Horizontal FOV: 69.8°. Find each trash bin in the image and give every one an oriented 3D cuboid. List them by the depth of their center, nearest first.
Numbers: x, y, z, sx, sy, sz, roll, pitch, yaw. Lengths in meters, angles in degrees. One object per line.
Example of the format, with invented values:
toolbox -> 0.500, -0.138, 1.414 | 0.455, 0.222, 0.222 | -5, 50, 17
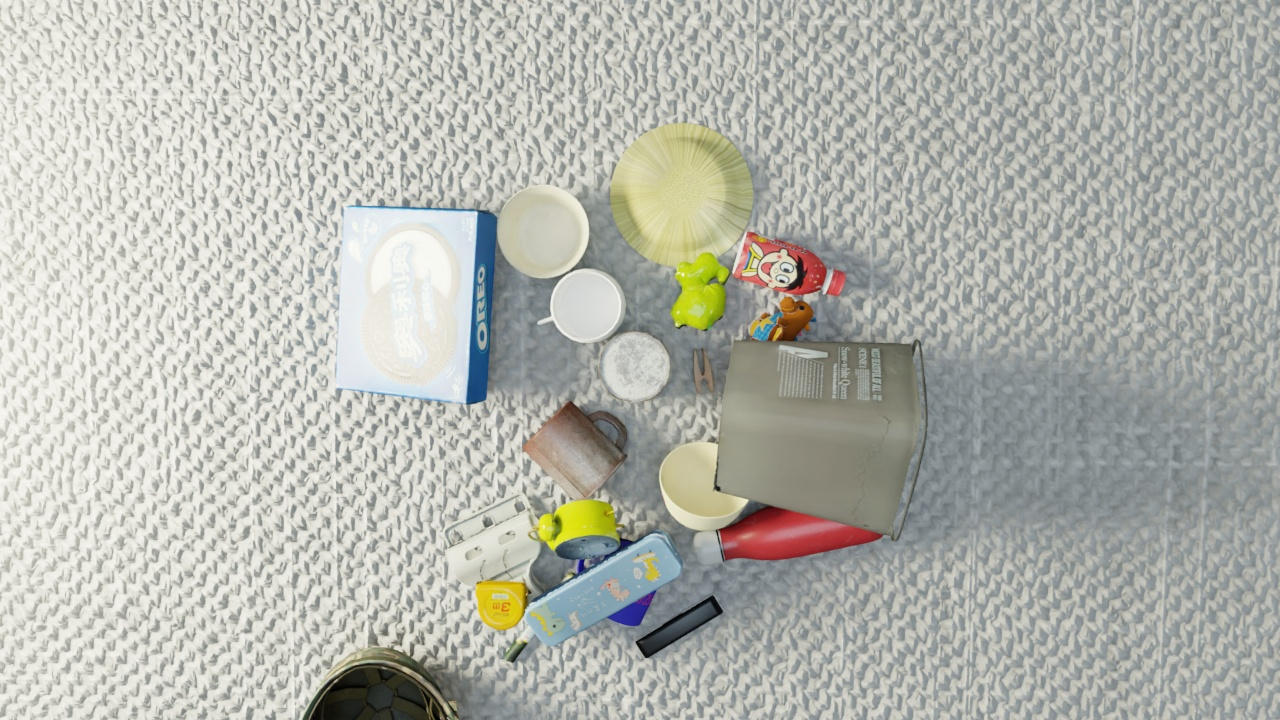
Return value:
trash bin -> 0.209, 0.080, 1.098 | 0.220, 0.196, 0.198 | 7, 128, 8

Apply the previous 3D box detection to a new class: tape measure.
tape measure -> -0.172, 0.308, 1.158 | 0.068, 0.030, 0.059 | -1, 95, 5

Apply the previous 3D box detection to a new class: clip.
clip -> 0.083, 0.014, 1.191 | 0.049, 0.026, 0.061 | 25, 95, -2
clip -> -0.179, 0.262, 1.191 | 0.125, 0.089, 0.150 | -25, 82, 5

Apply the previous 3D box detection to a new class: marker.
marker -> -0.132, 0.342, 1.220 | 0.017, 0.017, 0.146 | 38, 94, -1

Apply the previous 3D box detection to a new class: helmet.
helmet -> -0.318, 0.471, 1.124 | 0.192, 0.236, 0.224 | -15, 90, -13

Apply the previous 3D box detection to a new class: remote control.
remote control -> 0.051, 0.355, 1.218 | 0.124, 0.011, 0.028 | -32, 92, 3

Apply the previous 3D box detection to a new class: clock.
clock -> -0.081, 0.214, 1.141 | 0.119, 0.083, 0.057 | -11, 60, 6

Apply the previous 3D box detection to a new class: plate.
plate -> 0.053, -0.213, 1.171 | 0.184, 0.036, 0.184 | 0, 94, 1

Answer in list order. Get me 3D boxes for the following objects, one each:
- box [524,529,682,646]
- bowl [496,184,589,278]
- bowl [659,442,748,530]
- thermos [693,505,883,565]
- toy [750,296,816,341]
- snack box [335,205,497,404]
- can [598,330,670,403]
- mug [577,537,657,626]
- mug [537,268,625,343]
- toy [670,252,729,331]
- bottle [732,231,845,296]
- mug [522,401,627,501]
box -> -0.047, 0.282, 1.123 | 0.210, 0.052, 0.067 | -32, 80, 13
bowl -> -0.120, -0.162, 1.165 | 0.115, 0.062, 0.115 | 0, 94, 2
bowl -> 0.080, 0.173, 1.170 | 0.118, 0.117, 0.074 | 7, 136, 1
thermos -> 0.186, 0.218, 1.176 | 0.240, 0.073, 0.073 | -13, 93, 3
toy -> 0.195, -0.027, 1.181 | 0.090, 0.071, 0.103 | -43, 115, -9
snack box -> -0.283, -0.072, 1.151 | 0.196, 0.056, 0.239 | 5, 95, 20
can -> -0.007, 0.007, 1.168 | 0.090, 0.074, 0.090 | 0, 92, 1
mug -> -0.031, 0.278, 1.188 | 0.111, 0.079, 0.083 | 27, 94, 22
mug -> -0.076, -0.066, 1.167 | 0.115, 0.068, 0.094 | -19, 93, 2
toy -> 0.076, -0.086, 1.179 | 0.094, 0.036, 0.093 | -27, 89, -1
bottle -> 0.190, -0.115, 1.161 | 0.137, 0.062, 0.062 | 17, 94, 1
mug -> -0.074, 0.107, 1.176 | 0.110, 0.096, 0.122 | 47, 57, -5
